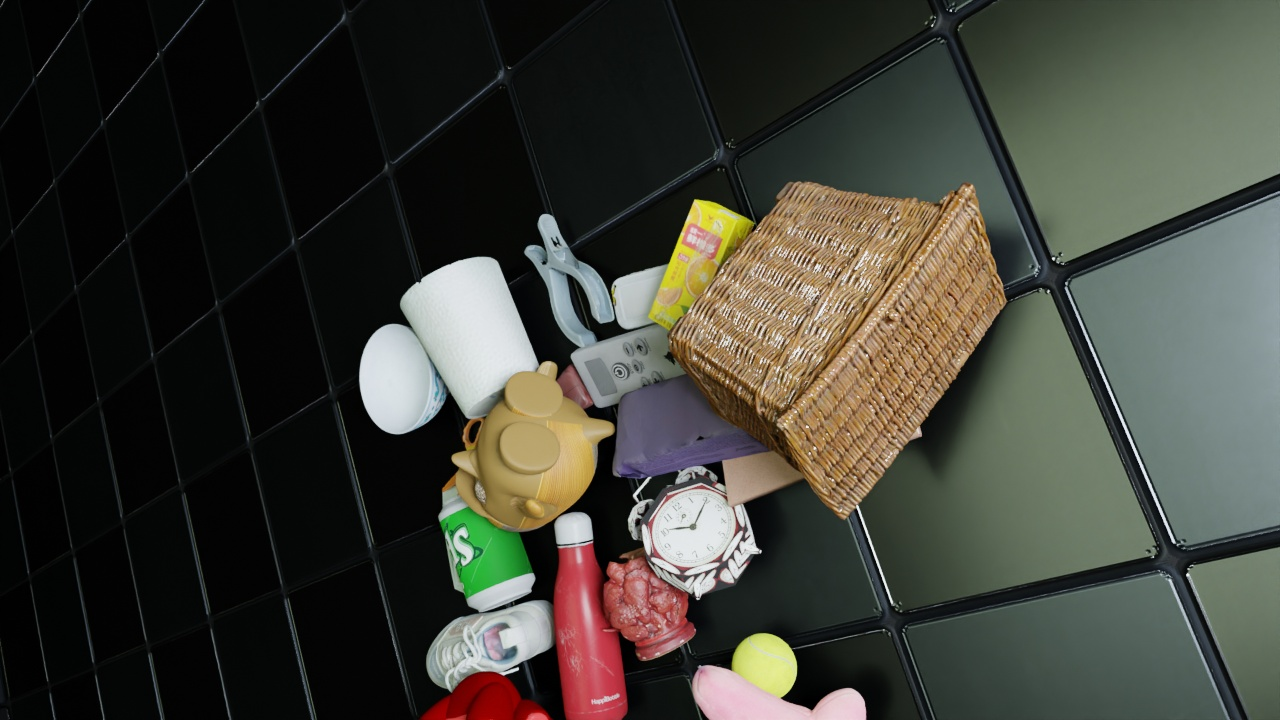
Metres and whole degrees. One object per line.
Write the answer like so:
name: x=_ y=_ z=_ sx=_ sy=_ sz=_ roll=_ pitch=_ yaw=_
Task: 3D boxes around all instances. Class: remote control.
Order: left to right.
remote control: x=-0.237 y=0.237 z=1.220 sx=0.050 sy=0.024 sz=0.143 roll=-16 pitch=82 yaw=36
remote control: x=-0.006 y=0.006 z=1.026 sx=0.151 sy=0.019 sz=0.074 roll=-16 pitch=107 yaw=36

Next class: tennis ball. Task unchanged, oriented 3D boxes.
tennis ball: x=0.125 y=0.310 z=0.928 sx=0.065 sy=0.065 sz=0.065 roll=1 pitch=92 yaw=36

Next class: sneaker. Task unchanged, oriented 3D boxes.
sneaker: x=-0.212 y=0.367 z=1.166 sx=0.243 sy=0.090 sz=0.089 roll=-30 pitch=75 yaw=34

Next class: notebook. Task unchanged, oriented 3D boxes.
notebook: x=0.162 y=0.046 z=0.895 sx=0.210 sy=0.008 sz=0.141 roll=-28 pitch=54 yaw=34

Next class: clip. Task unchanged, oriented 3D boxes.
clip: x=-0.096 y=-0.079 z=1.099 sx=0.167 sy=0.028 sz=0.128 roll=57 pitch=138 yaw=25

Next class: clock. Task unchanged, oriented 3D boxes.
clock: x=0.052 y=0.174 z=0.963 sx=0.114 sy=0.065 sz=0.154 roll=-35 pitch=48 yaw=-7

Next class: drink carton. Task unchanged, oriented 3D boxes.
drink carton: x=0.061 y=-0.092 z=0.940 sx=0.058 sy=0.042 sz=0.135 roll=34 pitch=112 yaw=30

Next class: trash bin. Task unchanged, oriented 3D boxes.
trash bin: x=-0.200 y=-0.023 z=1.125 sx=0.134 sy=0.133 sz=0.161 roll=-35 pitch=76 yaw=32

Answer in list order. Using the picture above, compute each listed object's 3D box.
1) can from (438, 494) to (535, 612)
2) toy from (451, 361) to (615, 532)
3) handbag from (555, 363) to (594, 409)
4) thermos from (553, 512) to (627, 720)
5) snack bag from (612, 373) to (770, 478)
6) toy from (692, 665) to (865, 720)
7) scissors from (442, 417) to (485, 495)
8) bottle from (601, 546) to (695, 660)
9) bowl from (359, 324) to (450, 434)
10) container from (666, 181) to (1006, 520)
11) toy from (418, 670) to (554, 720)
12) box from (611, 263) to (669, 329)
can: x=-0.192 y=0.235 z=1.147 sx=0.088 sy=0.087 sz=0.139 roll=-32 pitch=73 yaw=33
toy: x=-0.136 y=0.122 z=1.060 sx=0.204 sy=0.162 sz=0.198 roll=119 pitch=158 yaw=-48
handbag: x=-0.104 y=0.055 z=1.117 sx=0.120 sy=0.029 sz=0.055 roll=-38 pitch=72 yaw=37
thermos: x=-0.065 y=0.297 z=1.065 sx=0.073 sy=0.073 sz=0.239 roll=-11 pitch=84 yaw=36
snack bag: x=0.050 y=0.059 z=0.950 sx=0.206 sy=0.058 sz=0.096 roll=-19 pitch=60 yaw=38
toy: x=0.136 y=0.377 z=0.883 sx=0.192 sy=0.096 sz=0.236 roll=-41 pitch=97 yaw=24
scissors: x=-0.215 y=0.142 z=1.200 sx=0.097 sy=0.012 sz=0.133 roll=24 pitch=97 yaw=32
bottle: x=0.003 y=0.263 z=1.008 sx=0.099 sy=0.098 sz=0.111 roll=-28 pitch=86 yaw=34
bowl: x=-0.301 y=0.024 z=1.228 sx=0.144 sy=0.074 sz=0.144 roll=1 pitch=92 yaw=36
container: x=0.157 y=-0.029 z=0.790 sx=0.183 sy=0.162 sz=0.249 roll=29 pitch=75 yaw=42
toy: x=-0.155 y=0.458 z=1.086 sx=0.159 sy=0.120 sz=0.197 roll=-28 pitch=118 yaw=32
box: x=0.057 y=-0.081 z=0.988 sx=0.210 sy=0.033 sz=0.064 roll=-12 pitch=87 yaw=37
